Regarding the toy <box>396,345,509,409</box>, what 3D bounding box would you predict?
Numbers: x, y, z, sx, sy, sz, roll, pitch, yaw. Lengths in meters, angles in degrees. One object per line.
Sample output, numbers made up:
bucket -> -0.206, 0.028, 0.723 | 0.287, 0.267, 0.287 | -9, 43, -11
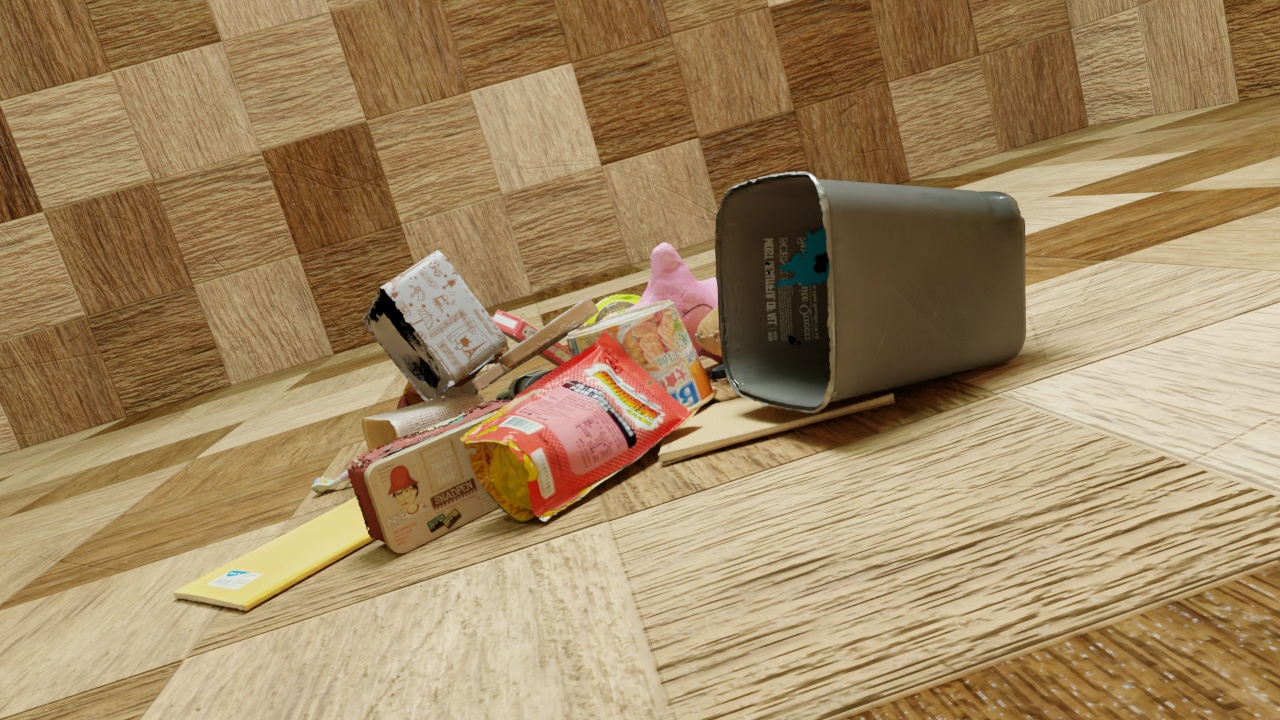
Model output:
toy -> -0.250, 0.027, 1.225 | 0.140, 0.130, 0.200 | -3, -30, -35

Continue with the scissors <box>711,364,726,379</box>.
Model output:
scissors -> 0.162, -0.006, 1.096 | 0.163, 0.014, 0.165 | -13, 9, 2

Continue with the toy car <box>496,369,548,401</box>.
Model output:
toy car -> -0.162, 0.040, 1.283 | 0.090, 0.035, 0.042 | -27, 13, -35

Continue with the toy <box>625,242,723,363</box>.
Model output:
toy -> 0.052, -0.037, 1.099 | 0.194, 0.178, 0.074 | 18, 11, -41

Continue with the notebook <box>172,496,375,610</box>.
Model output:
notebook -> -0.315, 0.177, 0.873 | 0.146, 0.010, 0.205 | -7, 14, 41

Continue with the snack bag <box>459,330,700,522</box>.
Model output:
snack bag -> -0.053, 0.056, 0.832 | 0.207, 0.128, 0.073 | -34, -24, -41

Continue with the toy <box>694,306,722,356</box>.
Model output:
toy -> 0.145, -0.039, 1.016 | 0.143, 0.082, 0.225 | -4, -1, 15

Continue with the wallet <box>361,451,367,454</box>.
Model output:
wallet -> -0.265, 0.101, 1.142 | 0.132, 0.031, 0.107 | -12, 10, 30

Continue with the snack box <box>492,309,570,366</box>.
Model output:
snack box -> -0.126, -0.017, 1.234 | 0.075, 0.153, 0.025 | 21, 80, 52

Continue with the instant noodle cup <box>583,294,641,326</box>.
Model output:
instant noodle cup -> -0.014, -0.021, 1.203 | 0.111, 0.112, 0.123 | -17, 18, -4

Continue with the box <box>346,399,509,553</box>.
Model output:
box -> -0.177, 0.098, 0.843 | 0.168, 0.091, 0.077 | -23, 16, -33

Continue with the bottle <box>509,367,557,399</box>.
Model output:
bottle -> -0.113, 0.039, 1.169 | 0.079, 0.044, 0.195 | -42, 20, -25

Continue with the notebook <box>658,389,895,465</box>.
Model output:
notebook -> 0.122, 0.048, 0.874 | 0.211, 0.012, 0.149 | -15, 9, 7

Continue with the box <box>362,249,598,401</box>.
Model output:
box -> -0.190, -0.054, 1.050 | 0.204, 0.158, 0.181 | -34, 3, -22

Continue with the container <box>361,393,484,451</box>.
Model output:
container -> -0.222, 0.088, 0.986 | 0.110, 0.090, 0.090 | -20, 10, -37

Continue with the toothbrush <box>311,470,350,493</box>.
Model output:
toothbrush -> -0.305, 0.108, 1.067 | 0.190, 0.020, 0.029 | -29, -4, 16

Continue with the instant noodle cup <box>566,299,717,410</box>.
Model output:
instant noodle cup -> -0.006, 0.006, 0.980 | 0.151, 0.111, 0.151 | -18, 7, 2

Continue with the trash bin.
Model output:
trash bin -> 0.205, -0.068, 0.826 | 0.219, 0.199, 0.199 | -6, 7, -21
